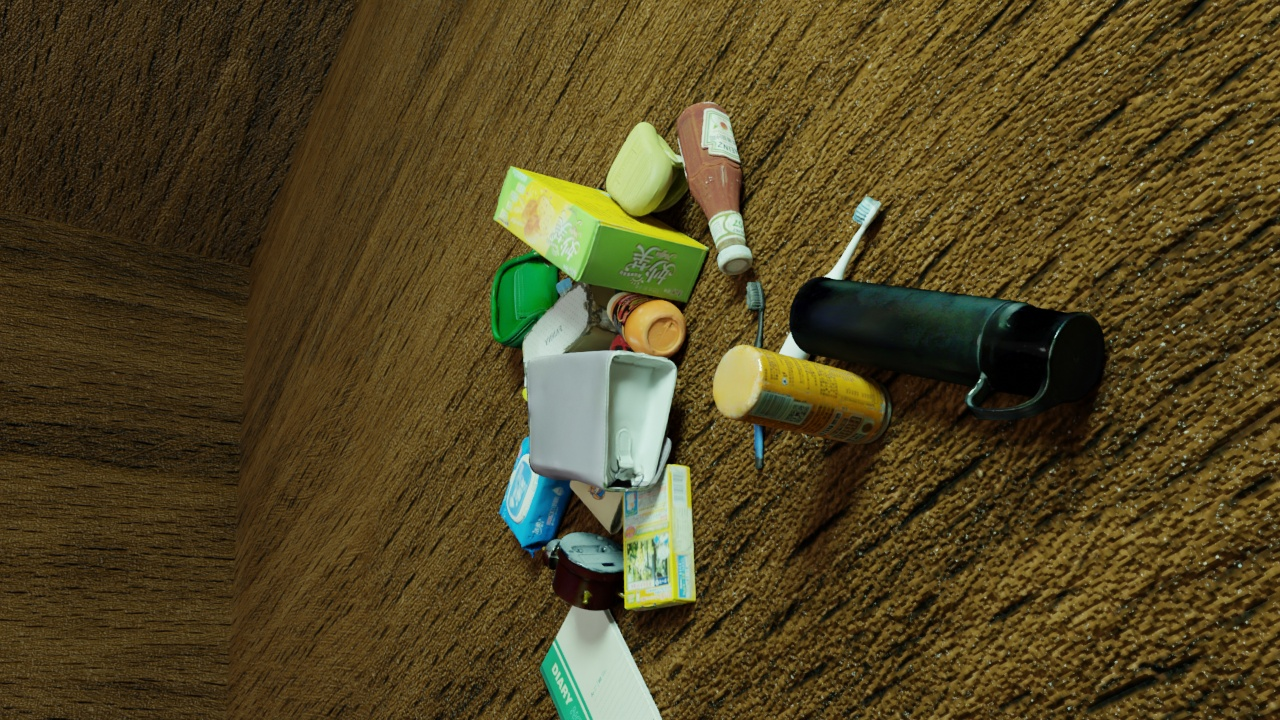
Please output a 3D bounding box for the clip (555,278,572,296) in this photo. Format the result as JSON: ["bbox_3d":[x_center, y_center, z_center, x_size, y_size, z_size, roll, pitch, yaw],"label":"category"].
[{"bbox_3d":[-0.092,-0.079,1.220,0.027,0.045,0.058,-23,62,21],"label":"clip"}]

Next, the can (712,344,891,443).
[{"bbox_3d":[0.130,0.029,0.728,0.058,0.145,0.058,-26,57,51],"label":"can"}]

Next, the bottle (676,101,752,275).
[{"bbox_3d":[0.081,-0.181,0.960,0.060,0.059,0.205,-42,47,42],"label":"bottle"}]

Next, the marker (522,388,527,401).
[{"bbox_3d":[-0.128,0.065,1.235,0.124,0.015,0.018,34,109,52],"label":"marker"}]

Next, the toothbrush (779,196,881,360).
[{"bbox_3d":[0.157,-0.042,0.822,0.026,0.026,0.221,30,109,13],"label":"toothbrush"}]

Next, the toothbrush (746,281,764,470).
[{"bbox_3d":[0.111,0.012,0.886,0.014,0.016,0.189,-26,58,60],"label":"toothbrush"}]

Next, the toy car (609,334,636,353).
[{"bbox_3d":[-0.006,0.006,1.054,0.106,0.031,0.049,40,114,52],"label":"toy car"}]

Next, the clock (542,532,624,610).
[{"bbox_3d":[-0.060,0.226,1.013,0.122,0.082,0.055,36,115,53],"label":"clock"}]

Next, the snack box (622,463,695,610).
[{"bbox_3d":[0.017,0.185,0.953,0.087,0.033,0.140,-29,54,49],"label":"snack box"}]

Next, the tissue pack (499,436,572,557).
[{"bbox_3d":[-0.131,0.161,1.168,0.095,0.052,0.157,38,111,55],"label":"tissue pack"}]

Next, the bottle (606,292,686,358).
[{"bbox_3d":[-0.002,-0.047,1.042,0.149,0.066,0.067,37,110,62],"label":"bottle"}]

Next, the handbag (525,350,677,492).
[{"bbox_3d":[-0.049,0.065,1.004,0.197,0.098,0.145,-2,77,59],"label":"handbag"}]

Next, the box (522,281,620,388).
[{"bbox_3d":[-0.092,-0.024,1.171,0.185,0.059,0.089,-40,47,46],"label":"box"}]

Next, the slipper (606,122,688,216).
[{"bbox_3d":[0.014,-0.205,1.045,0.092,0.081,0.190,-54,20,18],"label":"slipper"}]

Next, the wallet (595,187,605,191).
[{"bbox_3d":[-0.060,-0.157,1.199,0.097,0.019,0.121,51,123,52],"label":"wallet"}]

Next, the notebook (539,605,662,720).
[{"bbox_3d":[-0.048,0.366,1.010,0.151,0.012,0.209,-64,35,21],"label":"notebook"}]

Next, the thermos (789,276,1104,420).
[{"bbox_3d":[0.208,-0.013,0.683,0.089,0.068,0.243,-46,28,-16],"label":"thermos"}]

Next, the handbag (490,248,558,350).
[{"bbox_3d":[-0.153,-0.085,1.274,0.120,0.068,0.131,-37,50,44],"label":"handbag"}]

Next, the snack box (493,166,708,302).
[{"bbox_3d":[-0.049,-0.143,1.032,0.210,0.157,0.070,39,114,47],"label":"snack box"}]

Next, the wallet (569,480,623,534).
[{"bbox_3d":[-0.042,0.137,1.070,0.115,0.024,0.087,38,108,57],"label":"wallet"}]
